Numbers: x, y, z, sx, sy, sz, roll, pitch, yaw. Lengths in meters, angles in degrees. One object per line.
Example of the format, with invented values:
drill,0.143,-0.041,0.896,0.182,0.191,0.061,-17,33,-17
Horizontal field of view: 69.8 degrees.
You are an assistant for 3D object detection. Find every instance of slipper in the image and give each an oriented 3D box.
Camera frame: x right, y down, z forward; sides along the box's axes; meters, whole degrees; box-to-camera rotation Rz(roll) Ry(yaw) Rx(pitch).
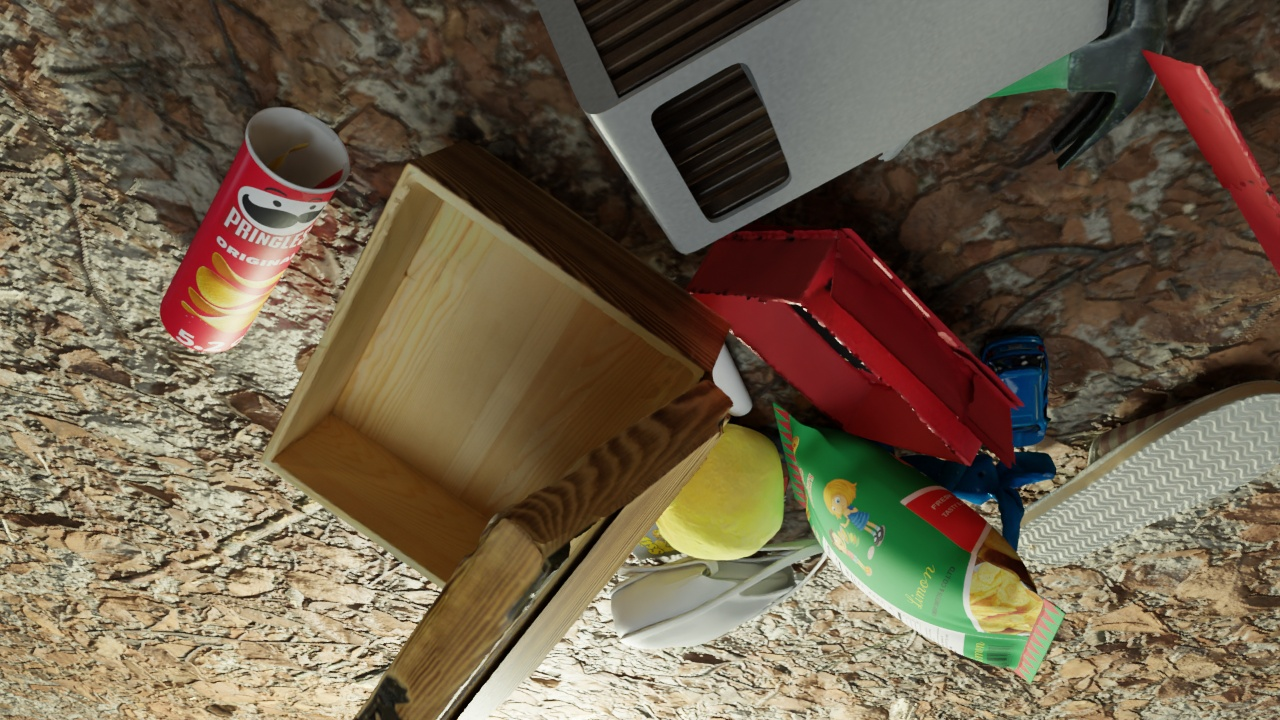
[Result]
slipper,0.428,0.094,0.778,0.115,0.052,0.264,26,132,-21

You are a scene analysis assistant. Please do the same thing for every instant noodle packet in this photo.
instant noodle packet,0.213,0.149,0.741,0.253,0.090,0.196,38,164,32

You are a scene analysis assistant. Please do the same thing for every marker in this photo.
marker,0.063,-0.005,0.750,0.027,0.023,0.133,-26,131,5

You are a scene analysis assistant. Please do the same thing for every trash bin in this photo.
trash bin,0.081,-0.171,0.427,0.229,0.114,0.114,-27,149,10

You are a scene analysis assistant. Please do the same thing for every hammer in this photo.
hammer,0.138,-0.162,0.559,0.319,0.032,0.130,-5,137,15

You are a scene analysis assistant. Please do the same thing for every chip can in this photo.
chip can,-0.292,-0.088,0.681,0.069,0.069,0.221,31,134,-23

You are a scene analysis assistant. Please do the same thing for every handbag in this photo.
handbag,0.097,0.224,0.947,0.223,0.095,0.215,-30,153,27

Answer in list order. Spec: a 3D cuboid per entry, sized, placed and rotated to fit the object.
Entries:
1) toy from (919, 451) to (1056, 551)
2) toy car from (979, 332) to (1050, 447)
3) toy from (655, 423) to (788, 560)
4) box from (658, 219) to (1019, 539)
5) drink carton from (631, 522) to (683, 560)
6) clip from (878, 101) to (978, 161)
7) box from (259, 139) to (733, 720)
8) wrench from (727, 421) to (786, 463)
toy,0.265,0.099,0.781,0.176,0.112,0.071,18,124,2
toy car,0.298,0.030,0.733,0.056,0.043,0.120,-7,136,16
toy,0.042,0.110,0.788,0.207,0.092,0.134,19,115,-14
box,0.132,0.023,0.634,0.213,0.153,0.165,37,171,-30
drink carton,0.042,0.155,0.909,0.125,0.048,0.076,-13,134,22
clip,0.169,-0.158,0.512,0.052,0.057,0.102,37,138,6
box,-0.109,0.086,0.556,0.286,0.333,0.280,34,115,-3
wrench,0.130,0.080,0.832,0.273,0.022,0.074,15,139,-5
